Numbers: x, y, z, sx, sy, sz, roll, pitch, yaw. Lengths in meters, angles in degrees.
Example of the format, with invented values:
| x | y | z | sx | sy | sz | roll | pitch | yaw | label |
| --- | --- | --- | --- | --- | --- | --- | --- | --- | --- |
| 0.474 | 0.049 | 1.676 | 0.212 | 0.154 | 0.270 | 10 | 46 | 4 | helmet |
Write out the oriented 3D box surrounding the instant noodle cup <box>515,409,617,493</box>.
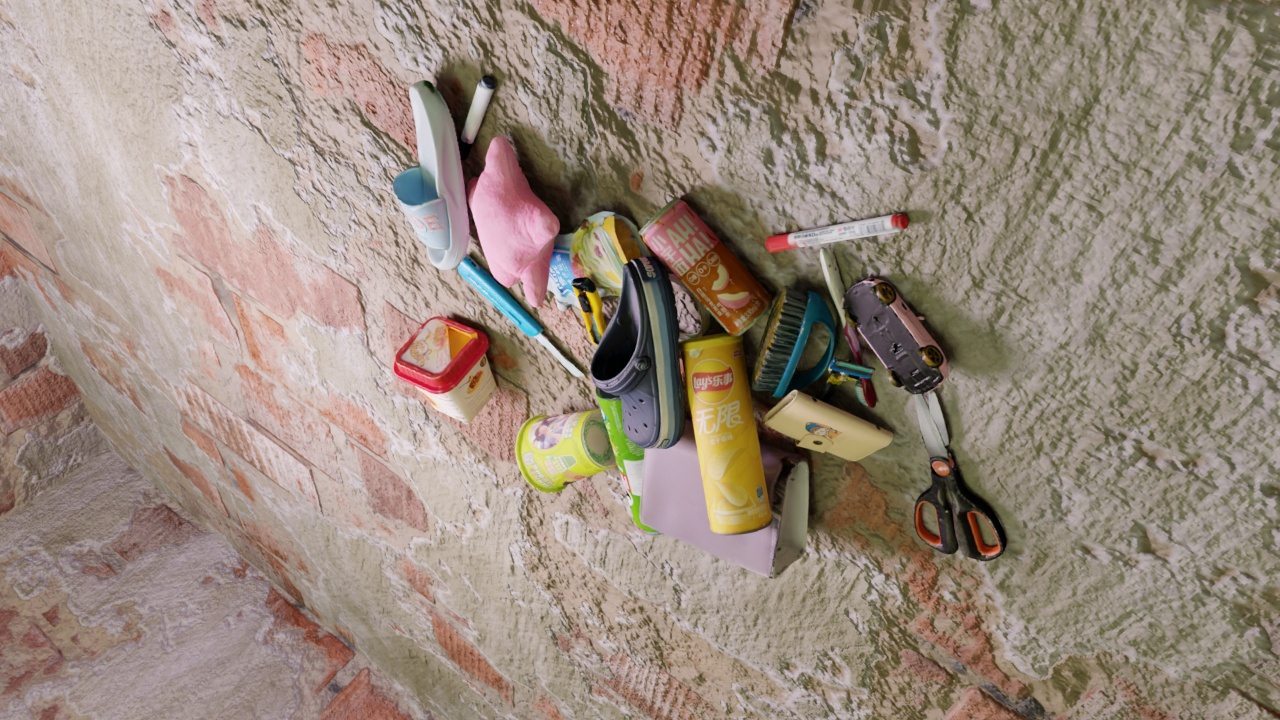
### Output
| x | y | z | sx | sy | sz | roll | pitch | yaw | label |
| --- | --- | --- | --- | --- | --- | --- | --- | --- | --- |
| -0.090 | 0.118 | 1.252 | 0.124 | 0.111 | 0.112 | -18 | 112 | 43 | instant noodle cup |

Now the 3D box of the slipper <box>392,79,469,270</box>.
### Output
| x | y | z | sx | sy | sz | roll | pitch | yaw | label |
| --- | --- | --- | --- | --- | --- | --- | --- | --- | --- |
| -0.254 | -0.209 | 1.089 | 0.104 | 0.074 | 0.246 | 54 | 151 | 41 | slipper |

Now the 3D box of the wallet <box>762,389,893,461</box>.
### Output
| x | y | z | sx | sy | sz | roll | pitch | yaw | label |
| --- | --- | --- | --- | --- | --- | --- | --- | --- | --- |
| 0.194 | 0.074 | 0.972 | 0.115 | 0.024 | 0.087 | 22 | 152 | -10 | wallet |

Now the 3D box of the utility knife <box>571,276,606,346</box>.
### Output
| x | y | z | sx | sy | sz | roll | pitch | yaw | label |
| --- | --- | --- | --- | --- | --- | --- | --- | --- | --- |
| -0.056 | -0.052 | 1.088 | 0.033 | 0.015 | 0.156 | 20 | 155 | 19 | utility knife |

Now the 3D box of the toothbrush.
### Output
| x | y | z | sx | sy | sz | roll | pitch | yaw | label |
| --- | --- | --- | --- | --- | --- | --- | --- | --- | --- |
| 0.202 | -0.030 | 0.902 | 0.017 | 0.016 | 0.188 | 12 | 134 | 49 | toothbrush |

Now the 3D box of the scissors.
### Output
| x | y | z | sx | sy | sz | roll | pitch | yaw | label |
| --- | --- | --- | --- | --- | --- | --- | --- | --- | --- |
| 0.299 | 0.119 | 0.945 | 0.234 | 0.021 | 0.153 | 52 | 143 | -10 | scissors |

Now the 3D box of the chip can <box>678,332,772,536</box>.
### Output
| x | y | z | sx | sy | sz | roll | pitch | yaw | label |
| --- | --- | --- | --- | --- | --- | --- | --- | --- | --- |
| 0.093 | 0.078 | 0.995 | 0.072 | 0.071 | 0.213 | -6 | 97 | 46 | chip can |

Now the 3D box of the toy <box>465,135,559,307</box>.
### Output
| x | y | z | sx | sy | sz | roll | pitch | yaw | label |
| --- | --- | --- | --- | --- | --- | --- | --- | --- | --- |
| -0.151 | -0.153 | 1.056 | 0.194 | 0.074 | 0.179 | 55 | 146 | 28 | toy |

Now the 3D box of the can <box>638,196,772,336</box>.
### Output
| x | y | z | sx | sy | sz | roll | pitch | yaw | label |
| --- | --- | --- | --- | --- | --- | --- | --- | --- | --- |
| 0.067 | -0.095 | 0.932 | 0.147 | 0.057 | 0.058 | 47 | 143 | -3 | can |

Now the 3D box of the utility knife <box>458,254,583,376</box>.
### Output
| x | y | z | sx | sy | sz | roll | pitch | yaw | label |
| --- | --- | --- | --- | --- | --- | --- | --- | --- | --- |
| -0.158 | -0.055 | 1.219 | 0.225 | 0.018 | 0.034 | 43 | 143 | 0 | utility knife |

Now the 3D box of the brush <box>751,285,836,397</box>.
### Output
| x | y | z | sx | sy | sz | roll | pitch | yaw | label |
| --- | --- | --- | --- | --- | --- | --- | --- | --- | --- |
| 0.159 | -0.013 | 0.929 | 0.073 | 0.055 | 0.144 | 15 | 140 | 1 | brush |

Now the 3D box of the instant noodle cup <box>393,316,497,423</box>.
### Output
| x | y | z | sx | sy | sz | roll | pitch | yaw | label |
| --- | --- | --- | --- | --- | --- | --- | --- | --- | --- |
| -0.274 | 0.018 | 1.331 | 0.116 | 0.116 | 0.124 | 21 | 150 | 29 | instant noodle cup |

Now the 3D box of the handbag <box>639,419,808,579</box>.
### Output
| x | y | z | sx | sy | sz | roll | pitch | yaw | label |
| --- | --- | --- | --- | --- | --- | --- | --- | --- | --- |
| 0.101 | 0.155 | 1.105 | 0.197 | 0.098 | 0.145 | 16 | 119 | 34 | handbag |

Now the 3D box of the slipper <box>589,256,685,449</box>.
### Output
| x | y | z | sx | sy | sz | roll | pitch | yaw | label |
| --- | --- | --- | --- | --- | --- | --- | --- | --- | --- |
| -0.006 | 0.006 | 0.999 | 0.105 | 0.095 | 0.253 | -109 | 14 | -49 | slipper |

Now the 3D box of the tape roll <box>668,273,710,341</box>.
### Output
| x | y | z | sx | sy | sz | roll | pitch | yaw | label |
| --- | --- | --- | --- | --- | --- | --- | --- | --- | --- |
| 0.039 | -0.058 | 1.030 | 0.086 | 0.013 | 0.086 | 25 | 139 | 24 | tape roll |

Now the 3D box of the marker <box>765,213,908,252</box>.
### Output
| x | y | z | sx | sy | sz | roll | pitch | yaw | label |
| --- | --- | --- | --- | --- | --- | --- | --- | --- | --- |
| 0.177 | -0.116 | 0.841 | 0.145 | 0.017 | 0.017 | -4 | 122 | 45 | marker |

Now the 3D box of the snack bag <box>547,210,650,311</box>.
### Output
| x | y | z | sx | sy | sz | roll | pitch | yaw | label |
| --- | --- | --- | --- | --- | --- | --- | --- | --- | --- |
| -0.065 | -0.111 | 1.061 | 0.191 | 0.038 | 0.110 | -7 | 126 | 51 | snack bag |

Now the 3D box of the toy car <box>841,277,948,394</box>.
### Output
| x | y | z | sx | sy | sz | roll | pitch | yaw | label |
| --- | --- | --- | --- | --- | --- | --- | --- | --- | --- |
| 0.239 | -0.025 | 0.856 | 0.122 | 0.037 | 0.056 | 55 | 140 | 7 | toy car |

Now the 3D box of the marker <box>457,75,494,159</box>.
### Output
| x | y | z | sx | sy | sz | roll | pitch | yaw | label |
| --- | --- | --- | --- | --- | --- | --- | --- | --- | --- |
| -0.189 | -0.274 | 1.038 | 0.022 | 0.018 | 0.131 | 51 | 144 | 8 | marker |

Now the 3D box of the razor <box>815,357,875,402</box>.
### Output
| x | y | z | sx | sy | sz | roll | pitch | yaw | label |
| --- | --- | --- | --- | --- | --- | --- | --- | --- | --- |
| 0.197 | 0.029 | 0.945 | 0.042 | 0.022 | 0.143 | 15 | 153 | -1 | razor |

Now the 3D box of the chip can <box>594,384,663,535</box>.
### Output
| x | y | z | sx | sy | sz | roll | pitch | yaw | label |
| --- | --- | --- | --- | --- | --- | --- | --- | --- | --- |
| 0.001 | 0.120 | 1.189 | 0.072 | 0.072 | 0.236 | 14 | 133 | 35 | chip can |
